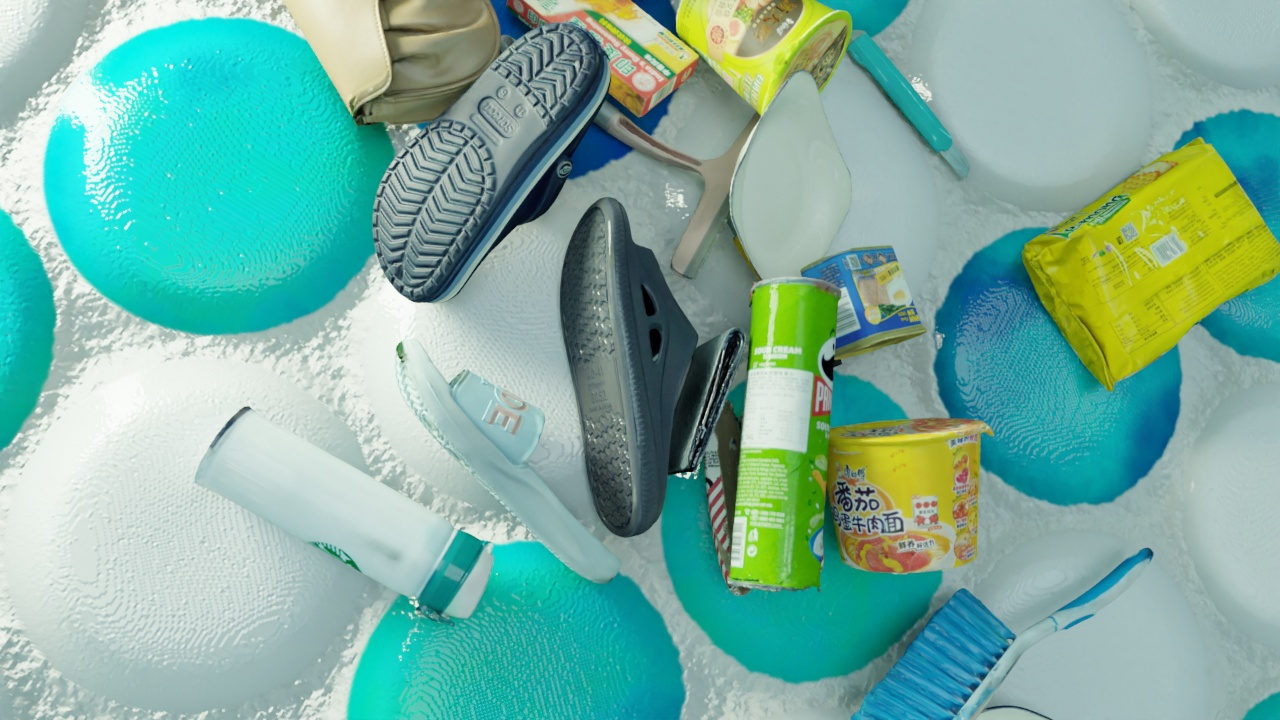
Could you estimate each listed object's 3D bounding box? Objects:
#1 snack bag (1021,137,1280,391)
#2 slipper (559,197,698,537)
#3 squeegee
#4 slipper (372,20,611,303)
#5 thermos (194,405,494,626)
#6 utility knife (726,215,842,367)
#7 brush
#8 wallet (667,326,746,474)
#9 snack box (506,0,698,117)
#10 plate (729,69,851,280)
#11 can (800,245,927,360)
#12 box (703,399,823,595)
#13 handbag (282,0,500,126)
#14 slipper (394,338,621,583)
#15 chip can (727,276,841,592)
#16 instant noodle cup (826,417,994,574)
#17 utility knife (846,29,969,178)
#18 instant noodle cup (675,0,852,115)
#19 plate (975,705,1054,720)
[{"bbox_3d":[0.489,-0.096,0.870,0.246,0.068,0.158,-32,88,-14],"label":"snack bag"},{"bbox_3d":[-0.004,0.004,0.743,0.083,0.111,0.268,-5,87,-29],"label":"slipper"},{"bbox_3d":[-0.016,-0.210,0.800,0.249,0.040,0.247,30,61,0],"label":"squeegee"},{"bbox_3d":[-0.117,-0.157,0.743,0.105,0.095,0.253,41,96,22],"label":"slipper"},{"bbox_3d":[-0.216,0.121,0.691,0.224,0.073,0.073,31,76,-6],"label":"thermos"},{"bbox_3d":[0.116,-0.076,0.816,0.033,0.015,0.202,-32,87,-37],"label":"utility knife"},{"bbox_3d":[0.312,0.229,0.775,0.109,0.061,0.313,37,59,27],"label":"brush"},{"bbox_3d":[0.046,0.036,0.742,0.019,0.097,0.120,23,77,-9],"label":"wallet"},{"bbox_3d":[-0.033,-0.284,0.795,0.156,0.027,0.076,41,62,7],"label":"snack box"},{"bbox_3d":[0.121,-0.142,0.781,0.163,0.034,0.164,-60,138,-23],"label":"plate"},{"bbox_3d":[0.192,-0.051,0.792,0.101,0.057,0.083,-10,79,-45],"label":"can"},{"bbox_3d":[0.102,0.106,0.752,0.087,0.075,0.162,-11,77,18],"label":"box"},{"bbox_3d":[-0.206,-0.293,0.742,0.147,0.100,0.204,-31,85,-12],"label":"handbag"},{"bbox_3d":[-0.096,0.071,0.707,0.074,0.104,0.245,-44,96,-12],"label":"slipper"},{"bbox_3d":[0.111,0.057,0.706,0.072,0.072,0.235,9,78,-10],"label":"chip can"},{"bbox_3d":[0.214,0.108,0.751,0.138,0.138,0.110,-6,90,-13],"label":"instant noodle cup"},{"bbox_3d":[0.253,-0.245,0.873,0.029,0.013,0.182,-39,89,-11],"label":"utility knife"},{"bbox_3d":[0.098,-0.280,0.791,0.123,0.112,0.111,42,75,17],"label":"instant noodle cup"},{"bbox_3d":[0.297,0.392,0.763,0.204,0.046,0.204,2,81,-12],"label":"plate"}]
